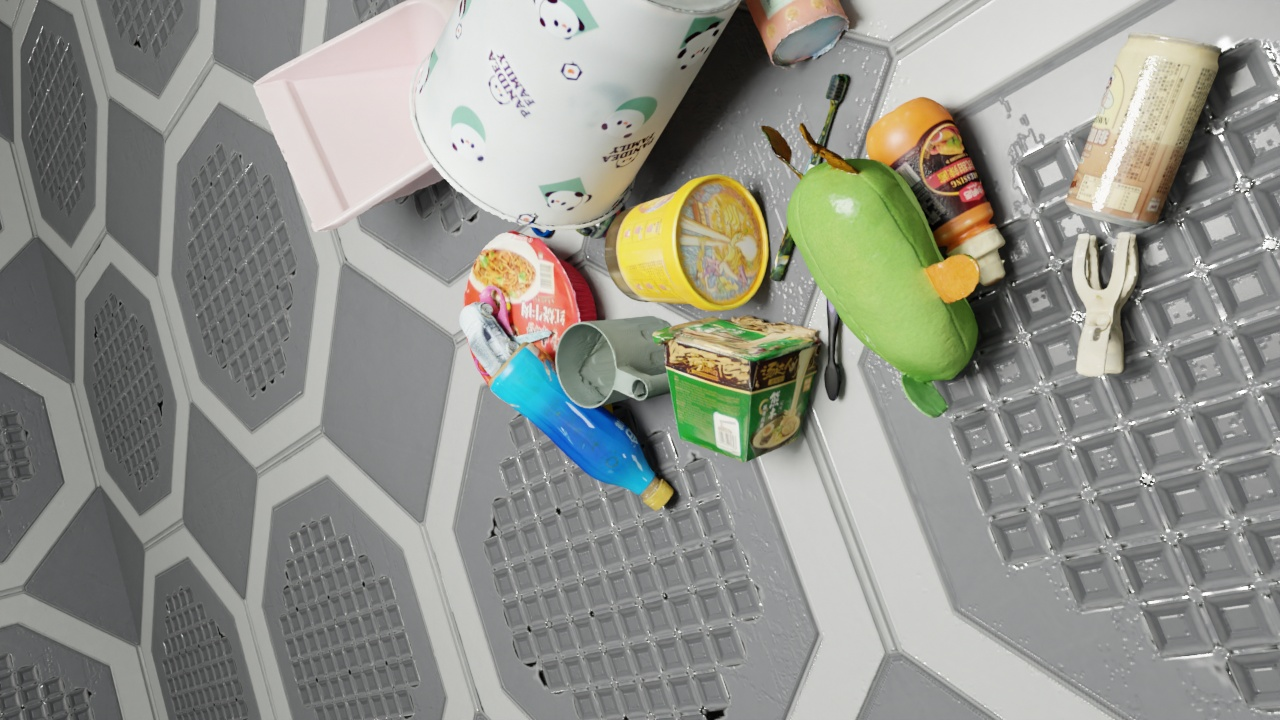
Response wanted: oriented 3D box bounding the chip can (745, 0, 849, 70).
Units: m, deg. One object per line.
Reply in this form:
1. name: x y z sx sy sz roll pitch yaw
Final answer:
1. chip can: 0.100 -0.356 0.766 0.071 0.071 0.214 -31 76 41

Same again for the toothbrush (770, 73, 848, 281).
1. toothbrush: 0.144 -0.155 0.796 0.012 0.017 0.186 28 116 29

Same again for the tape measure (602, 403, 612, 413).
1. tape measure: -0.055 0.055 1.007 0.060 0.028 0.057 -39 70 39

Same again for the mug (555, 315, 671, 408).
1. mug: -0.005 0.005 0.903 0.124 0.103 0.084 23 112 37

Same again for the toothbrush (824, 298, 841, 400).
1. toothbrush: 0.168 -0.059 0.796 0.014 0.016 0.189 2 95 31

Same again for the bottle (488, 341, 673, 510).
1. bottle: -0.056 0.074 0.939 0.218 0.065 0.065 42 128 -6

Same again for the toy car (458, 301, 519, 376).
1. toy car: -0.165 -0.021 0.985 0.090 0.034 0.043 55 132 13

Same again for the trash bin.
1. trash bin: -0.051 -0.273 0.779 0.253 0.229 0.229 -44 67 52

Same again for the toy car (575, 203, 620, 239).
1. toy car: -0.071 -0.181 0.967 0.120 0.045 0.053 44 122 7

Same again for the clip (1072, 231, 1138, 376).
1. clip: 0.323 -0.039 0.636 0.035 0.070 0.100 2 91 42

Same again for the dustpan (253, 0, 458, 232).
1. dustpan: -0.290 -0.306 1.050 0.222 0.272 0.139 60 155 14

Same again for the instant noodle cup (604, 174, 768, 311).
1. instant noodle cup: 0.037 -0.102 0.843 0.115 0.118 0.118 -1 96 50

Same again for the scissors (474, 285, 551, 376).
1. scissors: -0.145 -0.016 1.001 0.134 0.017 0.133 -46 70 35

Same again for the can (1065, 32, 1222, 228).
1. can: 0.327 -0.149 0.600 0.058 0.058 0.116 28 115 37

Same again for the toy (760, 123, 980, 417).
1. toy: 0.175 -0.079 0.686 0.247 0.090 0.227 54 177 -18

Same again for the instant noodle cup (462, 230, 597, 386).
1. instant noodle cup: -0.114 -0.046 1.021 0.194 0.065 0.194 10 105 42

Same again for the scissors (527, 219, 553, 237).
1. scissors: -0.121 -0.222 1.034 0.163 0.012 0.176 -16 85 44

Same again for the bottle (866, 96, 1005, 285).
1. bottle: 0.231 -0.124 0.695 0.067 0.066 0.149 -35 81 41

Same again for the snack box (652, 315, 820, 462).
1. snack box: 0.088 0.025 0.815 0.118 0.117 0.106 15 112 43
